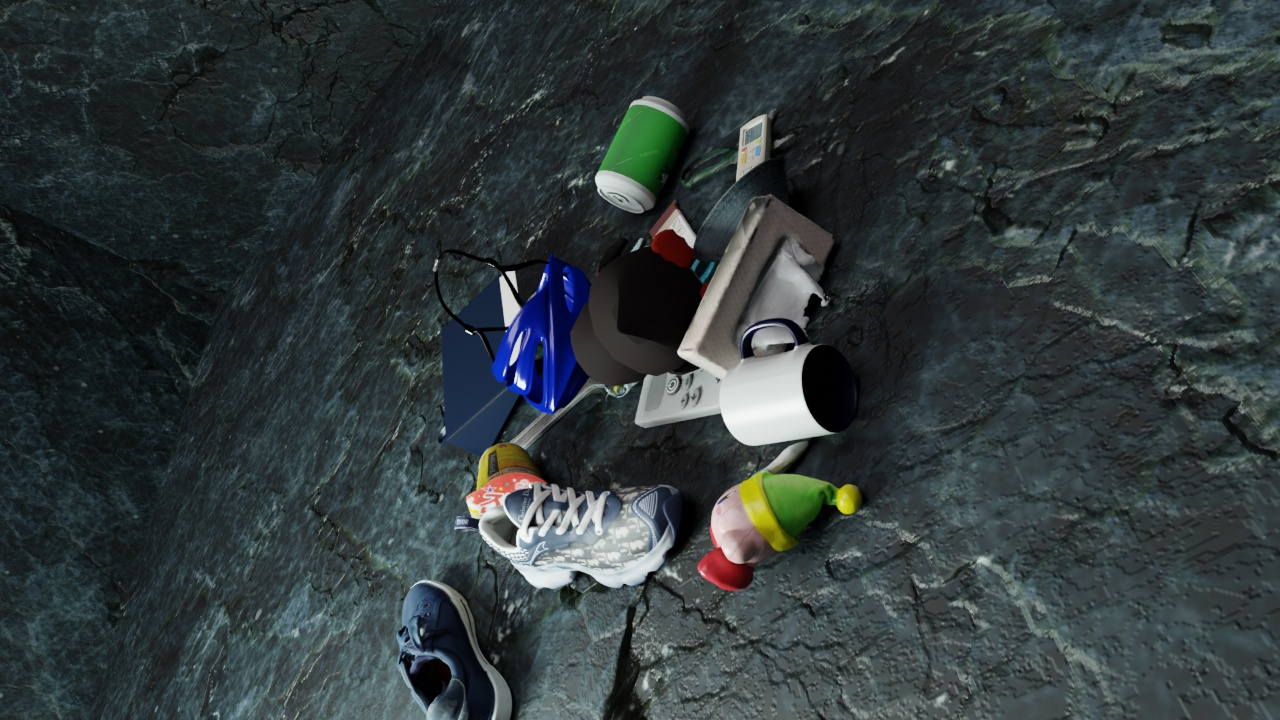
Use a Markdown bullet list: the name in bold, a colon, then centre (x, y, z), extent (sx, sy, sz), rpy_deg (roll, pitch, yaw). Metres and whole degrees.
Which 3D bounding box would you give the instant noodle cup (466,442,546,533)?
- **instant noodle cup**: centre (-0.159, 0.156, 1.129), extent (0.100, 0.100, 0.112), rpy_deg (-54, 23, 10)

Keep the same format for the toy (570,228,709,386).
- **toy**: centre (-0.016, -0.031, 0.990), extent (0.139, 0.159, 0.185), rpy_deg (-37, -1, -38)

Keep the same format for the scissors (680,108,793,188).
- **scissors**: centre (0.099, -0.219, 1.116), extent (0.206, 0.015, 0.201), rpy_deg (2, 59, 57)

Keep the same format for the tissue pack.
- **tissue pack**: centre (0.124, -0.063, 0.904), extent (0.181, 0.104, 0.071), rpy_deg (-64, 17, -9)

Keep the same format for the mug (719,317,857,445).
- **mug**: centre (0.128, 0.017, 0.828), extent (0.097, 0.078, 0.112), rpy_deg (-15, 92, 48)

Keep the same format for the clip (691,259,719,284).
- **clip**: centre (0.062, -0.081, 1.065), extent (0.097, 0.026, 0.116), rpy_deg (22, 84, 55)

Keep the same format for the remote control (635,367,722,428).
- **remote control**: centre (0.052, 0.028, 0.997), extent (0.151, 0.019, 0.074), rpy_deg (-16, 53, 48)

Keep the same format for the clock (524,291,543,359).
- **clock**: centre (-0.141, -0.052, 1.300), extent (0.119, 0.042, 0.094), rpy_deg (-47, 34, 18)

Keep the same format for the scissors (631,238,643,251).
- **scissors**: centre (-0.036, -0.085, 1.212), extent (0.170, 0.013, 0.177), rpy_deg (-56, 31, 3)

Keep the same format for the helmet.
- **helmet**: centre (-0.156, -0.049, 1.134), extent (0.148, 0.227, 0.240), rpy_deg (119, 164, -45)

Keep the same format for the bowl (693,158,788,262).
- **bowl**: centre (0.124, -0.143, 0.980), extent (0.057, 0.137, 0.137), rpy_deg (44, 105, 16)

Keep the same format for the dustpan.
- **dustpan**: centre (-0.238, 0.029, 1.351), extent (0.274, 0.080, 0.236), rpy_deg (-40, 40, 22)

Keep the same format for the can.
- **can**: centre (0.003, -0.277, 1.237), extent (0.088, 0.087, 0.139), rpy_deg (14, 77, 56)

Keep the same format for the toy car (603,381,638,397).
- **toy car**: centre (-0.006, 0.006, 1.083), extent (0.090, 0.027, 0.038), rpy_deg (-44, 44, 8)

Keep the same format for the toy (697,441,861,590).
- **toy**: centre (0.118, 0.134, 0.796), extent (0.132, 0.097, 0.124), rpy_deg (-57, -7, 19)

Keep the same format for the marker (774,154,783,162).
- **marker**: centre (0.118, -0.178, 1.075), extent (0.152, 0.011, 0.011), rpy_deg (-53, 33, 13)

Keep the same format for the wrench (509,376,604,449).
- **wrench**: centre (-0.126, 0.080, 1.207), extent (0.274, 0.010, 0.070), rpy_deg (-41, 37, 27)

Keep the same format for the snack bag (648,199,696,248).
- **snack bag**: centre (0.044, -0.152, 1.143), extent (0.057, 0.013, 0.157), rpy_deg (-52, 26, 17)

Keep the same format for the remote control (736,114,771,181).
- **remote control**: centre (0.131, -0.237, 1.058), extent (0.038, 0.018, 0.125), rpy_deg (-23, 42, 34)

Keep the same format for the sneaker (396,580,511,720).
- **sneaker**: centre (-0.255, 0.337, 1.082), extent (0.120, 0.127, 0.295), rpy_deg (-61, 31, 1)

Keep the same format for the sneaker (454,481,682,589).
- **sneaker**: centre (-0.079, 0.170, 0.961), extent (0.270, 0.132, 0.103), rpy_deg (-21, 47, 43)
